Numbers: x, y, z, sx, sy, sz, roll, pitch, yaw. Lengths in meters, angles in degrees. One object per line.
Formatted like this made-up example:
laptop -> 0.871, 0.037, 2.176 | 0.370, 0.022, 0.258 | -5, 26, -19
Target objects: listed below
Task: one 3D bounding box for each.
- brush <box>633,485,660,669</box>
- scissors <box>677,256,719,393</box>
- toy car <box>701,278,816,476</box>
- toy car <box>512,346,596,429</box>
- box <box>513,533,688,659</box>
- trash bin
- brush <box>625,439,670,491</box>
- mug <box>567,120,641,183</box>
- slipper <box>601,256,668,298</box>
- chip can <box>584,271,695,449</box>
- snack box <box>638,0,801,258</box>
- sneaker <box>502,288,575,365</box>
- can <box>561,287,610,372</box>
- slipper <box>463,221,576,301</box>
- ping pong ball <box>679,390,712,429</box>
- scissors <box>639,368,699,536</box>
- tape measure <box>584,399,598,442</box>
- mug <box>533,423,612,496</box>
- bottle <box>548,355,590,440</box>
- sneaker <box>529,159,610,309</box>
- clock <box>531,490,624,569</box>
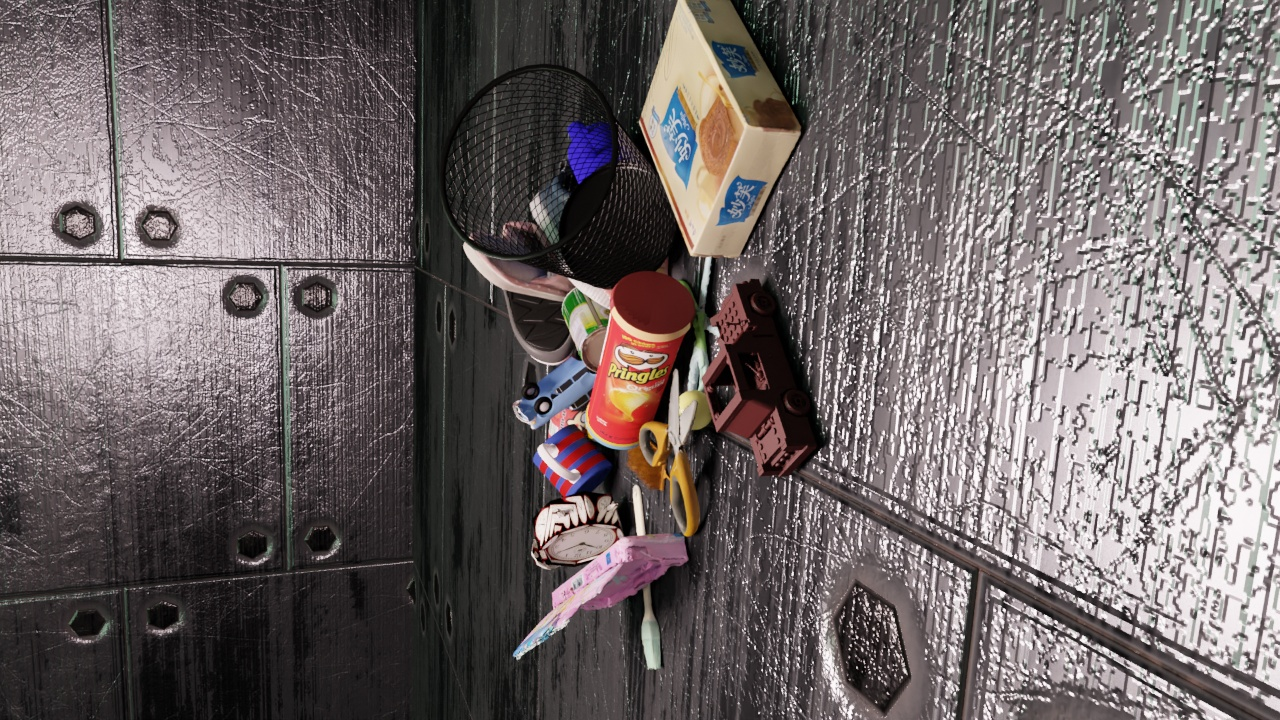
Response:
brush -> 0.005, 0.258, 1.105 | 0.033, 0.012, 0.217 | 139, 129, -64
scissors -> 0.063, -0.041, 0.943 | 0.171, 0.021, 0.173 | -134, 51, -64
toy car -> 0.094, 0.014, 0.794 | 0.070, 0.061, 0.169 | 119, 144, -52
toy car -> -0.093, 0.033, 1.185 | 0.056, 0.153, 0.055 | 41, 166, 52
box -> -0.058, 0.261, 1.047 | 0.061, 0.160, 0.231 | 61, 144, 14
trash bin -> -0.065, -0.165, 0.924 | 0.210, 0.184, 0.184 | 21, -119, -65
brush -> 0.014, 0.124, 1.063 | 0.126, 0.017, 0.048 | -141, 54, -63
mug -> -0.047, -0.235, 1.082 | 0.079, 0.111, 0.083 | -35, 46, 13
slipper -> -0.016, -0.097, 1.047 | 0.093, 0.081, 0.197 | -172, 80, -67
chip can -> -0.006, 0.006, 0.993 | 0.214, 0.087, 0.087 | 107, 153, -51
snack box -> 0.066, -0.222, 0.863 | 0.154, 0.055, 0.207 | 113, 148, -47
sneaker -> -0.138, -0.058, 1.338 | 0.160, 0.093, 0.256 | 75, 174, -50
can -> -0.055, -0.042, 1.153 | 0.121, 0.067, 0.067 | -118, 33, -55
slipper -> -0.132, -0.132, 1.187 | 0.054, 0.273, 0.114 | -44, 79, 18
ping pong ball -> 0.054, 0.050, 0.927 | 0.040, 0.040, 0.040 | 178, 90, -69
scissors -> 0.039, 0.097, 0.927 | 0.226, 0.016, 0.175 | 117, 132, -68
tape measure -> -0.052, 0.076, 1.203 | 0.066, 0.037, 0.064 | -169, 79, -68
mug -> -0.094, 0.135, 1.195 | 0.076, 0.075, 0.112 | 46, -173, 16
bottle -> -0.089, 0.056, 1.263 | 0.062, 0.062, 0.138 | -122, 36, -53
sneaker -> -0.061, -0.159, 1.159 | 0.087, 0.089, 0.235 | -47, 56, 23
clock -> -0.085, 0.223, 1.191 | 0.155, 0.114, 0.065 | 110, 150, -48
